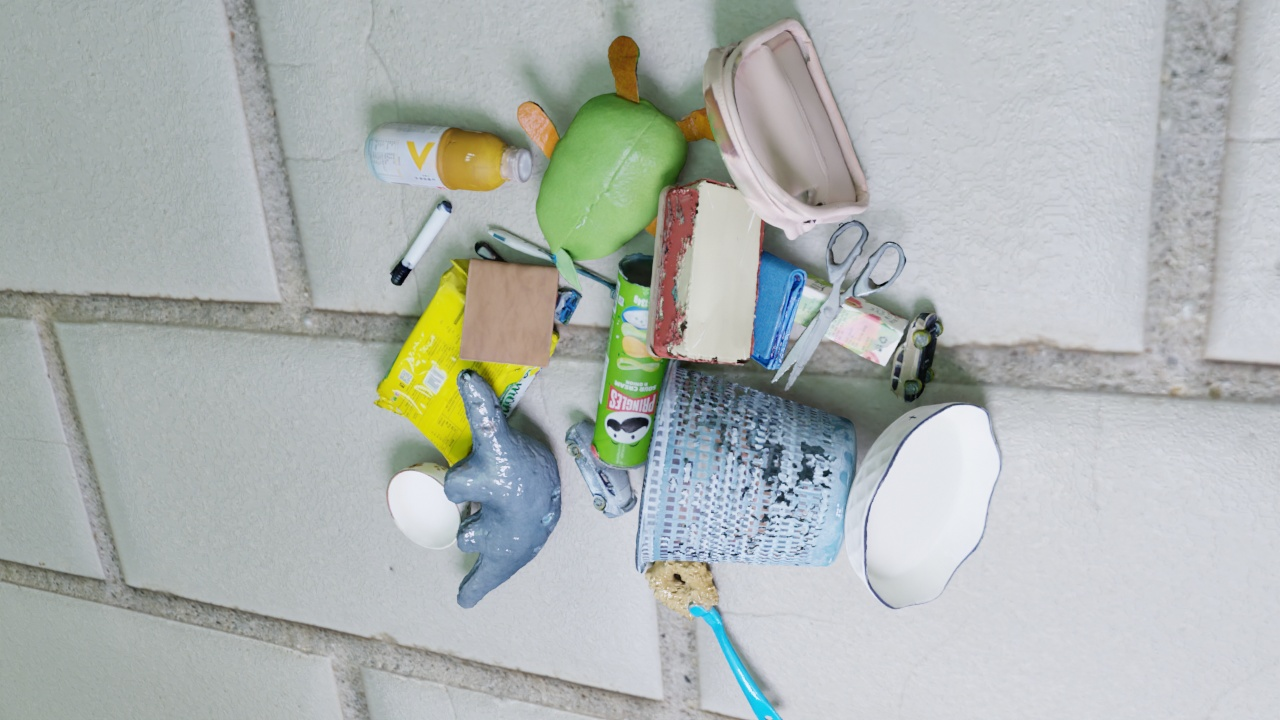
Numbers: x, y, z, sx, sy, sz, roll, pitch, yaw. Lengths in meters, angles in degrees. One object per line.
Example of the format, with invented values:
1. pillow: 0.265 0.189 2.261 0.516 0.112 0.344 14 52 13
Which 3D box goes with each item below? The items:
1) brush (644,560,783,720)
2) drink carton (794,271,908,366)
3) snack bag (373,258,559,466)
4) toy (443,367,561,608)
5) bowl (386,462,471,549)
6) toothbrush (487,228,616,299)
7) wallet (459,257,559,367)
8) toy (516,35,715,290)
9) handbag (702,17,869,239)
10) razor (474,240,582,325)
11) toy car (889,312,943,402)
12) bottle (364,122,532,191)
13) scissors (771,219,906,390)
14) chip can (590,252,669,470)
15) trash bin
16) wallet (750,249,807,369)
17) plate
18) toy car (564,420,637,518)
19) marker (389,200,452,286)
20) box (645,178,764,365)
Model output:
1. brush: 0.093 0.329 1.081 0.083 0.045 0.254 -34 87 25
2. drink carton: 0.198 -0.043 0.910 0.122 0.053 0.046 26 116 13
3. snack bag: -0.216 0.009 1.093 0.158 0.068 0.247 40 119 6
4. toy: -0.162 0.162 1.092 0.137 0.091 0.357 -3 123 -10
5. bowl: -0.259 0.176 1.168 0.113 0.062 0.114 11 117 23
6. toothbrush: -0.091 -0.106 1.030 0.192 0.016 0.018 26 126 12
7. wallet: -0.144 -0.052 1.010 0.101 0.020 0.115 6 84 1
8. toy: -0.027 -0.193 0.932 0.227 0.089 0.247 37 122 -7
9. handbag: 0.113 -0.193 0.790 0.094 0.233 0.193 -22 98 25
10. razor: -0.135 -0.094 1.048 0.143 0.022 0.043 35 115 8
11. toy car: 0.269 -0.005 0.898 0.035 0.042 0.090 21 119 30
12. bottle: -0.211 -0.222 1.009 0.190 0.067 0.068 9 111 19
13. scissors: 0.188 -0.045 0.874 0.145 0.014 0.172 -3 92 18
14. chip can: -0.006 0.006 0.978 0.072 0.072 0.236 20 124 15
15. trash bin: 0.109 0.118 0.929 0.195 0.226 0.227 9 111 6
16. wallet: 0.106 -0.062 0.914 0.133 0.040 0.106 39 122 51
17. plate: 0.267 0.134 0.875 0.046 0.204 0.205 23 120 50
18. toy car: -0.045 0.125 1.068 0.037 0.054 0.120 -26 95 30
19. marker: -0.262 -0.139 1.088 0.022 0.018 0.131 48 119 12
20. box: 0.065 -0.081 0.864 0.079 0.091 0.168 3 88 59
